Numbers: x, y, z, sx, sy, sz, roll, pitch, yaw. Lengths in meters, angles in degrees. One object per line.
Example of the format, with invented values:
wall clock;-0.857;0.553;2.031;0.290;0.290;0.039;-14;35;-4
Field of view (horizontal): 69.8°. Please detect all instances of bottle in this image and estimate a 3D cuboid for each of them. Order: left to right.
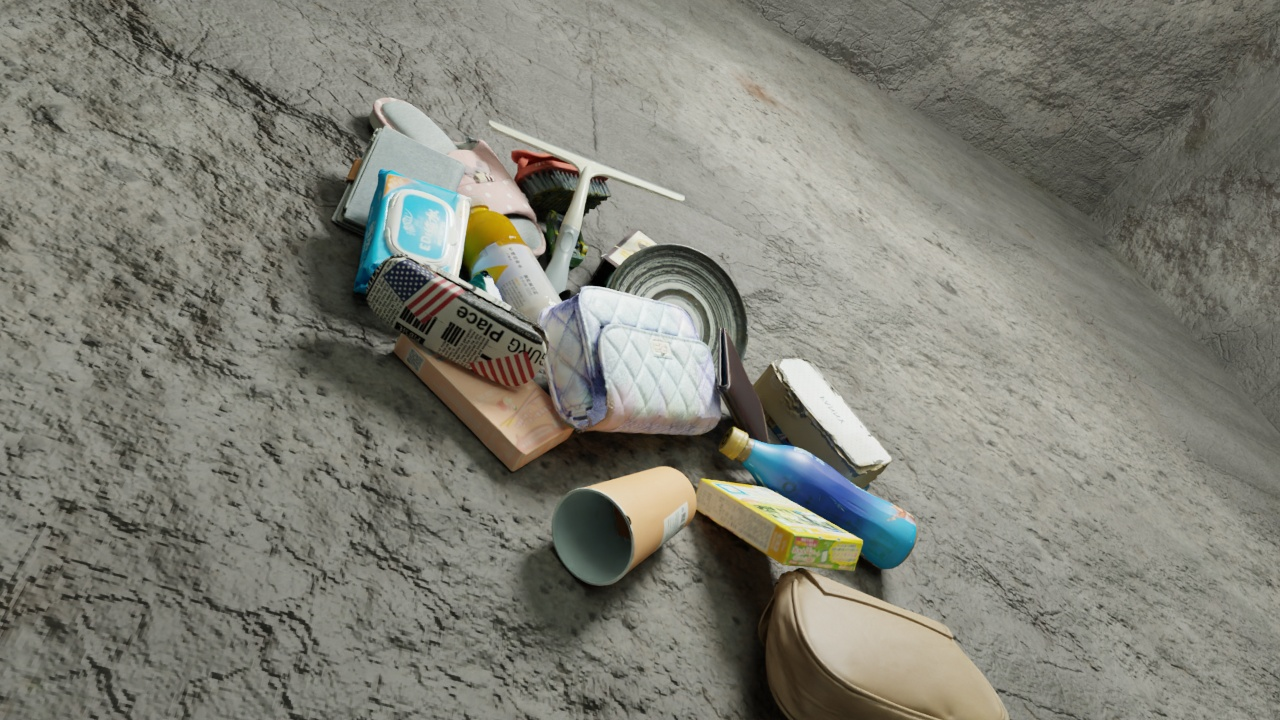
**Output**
bottle;-0.138;-0.091;0.925;0.067;0.068;0.189;-1;49;-45
bottle;0.179;0.135;0.938;0.218;0.065;0.065;32;31;-7

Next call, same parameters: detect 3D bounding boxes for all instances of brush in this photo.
brush;-0.103;-0.223;1.127;0.145;0.063;0.069;-5;66;-58

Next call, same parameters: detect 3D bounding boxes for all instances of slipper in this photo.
slipper;-0.203;-0.217;1.049;0.274;0.055;0.114;46;32;14

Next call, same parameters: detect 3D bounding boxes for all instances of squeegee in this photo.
squeegee;-0.078;-0.145;1.005;0.246;0.039;0.246;20;58;-11

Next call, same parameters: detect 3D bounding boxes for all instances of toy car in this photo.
toy car;-0.090;-0.141;1.075;0.043;0.036;0.091;18;36;-25

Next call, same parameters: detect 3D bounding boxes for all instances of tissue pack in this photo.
tissue pack;-0.213;-0.112;0.862;0.090;0.063;0.139;16;55;-24

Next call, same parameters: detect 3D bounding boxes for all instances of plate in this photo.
plate;0.036;-0.040;1.006;0.179;0.024;0.179;6;77;-25

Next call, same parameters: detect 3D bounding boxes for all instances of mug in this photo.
mug;-0.006;0.129;0.762;0.078;0.078;0.122;47;29;18

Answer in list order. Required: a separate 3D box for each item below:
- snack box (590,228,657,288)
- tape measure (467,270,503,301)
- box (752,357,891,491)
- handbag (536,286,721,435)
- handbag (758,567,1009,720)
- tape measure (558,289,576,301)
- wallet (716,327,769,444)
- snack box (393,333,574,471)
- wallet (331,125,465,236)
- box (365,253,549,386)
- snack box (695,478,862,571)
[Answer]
snack box;0.009;-0.094;1.092;0.113;0.053;0.125;37;35;2
tape measure;-0.153;-0.050;0.874;0.025;0.055;0.058;1;60;-45
box;0.207;0.079;1.051;0.089;0.060;0.184;-1;49;-44
handbag;-0.005;0.005;0.877;0.193;0.076;0.134;6;66;-52
handbag;0.191;0.261;0.758;0.204;0.100;0.147;25;25;-17
tape measure;-0.067;-0.038;0.945;0.057;0.039;0.057;24;64;-35
wallet;0.107;0.037;0.972;0.096;0.020;0.122;-90;157;-47
snack box;-0.137;0.024;0.818;0.157;0.026;0.084;44;32;12
wallet;-0.247;-0.171;0.941;0.106;0.037;0.129;23;56;-17
box;-0.155;-0.036;0.794;0.164;0.071;0.057;31;8;-14
snack box;0.122;0.148;0.835;0.086;0.034;0.140;12;4;-34
